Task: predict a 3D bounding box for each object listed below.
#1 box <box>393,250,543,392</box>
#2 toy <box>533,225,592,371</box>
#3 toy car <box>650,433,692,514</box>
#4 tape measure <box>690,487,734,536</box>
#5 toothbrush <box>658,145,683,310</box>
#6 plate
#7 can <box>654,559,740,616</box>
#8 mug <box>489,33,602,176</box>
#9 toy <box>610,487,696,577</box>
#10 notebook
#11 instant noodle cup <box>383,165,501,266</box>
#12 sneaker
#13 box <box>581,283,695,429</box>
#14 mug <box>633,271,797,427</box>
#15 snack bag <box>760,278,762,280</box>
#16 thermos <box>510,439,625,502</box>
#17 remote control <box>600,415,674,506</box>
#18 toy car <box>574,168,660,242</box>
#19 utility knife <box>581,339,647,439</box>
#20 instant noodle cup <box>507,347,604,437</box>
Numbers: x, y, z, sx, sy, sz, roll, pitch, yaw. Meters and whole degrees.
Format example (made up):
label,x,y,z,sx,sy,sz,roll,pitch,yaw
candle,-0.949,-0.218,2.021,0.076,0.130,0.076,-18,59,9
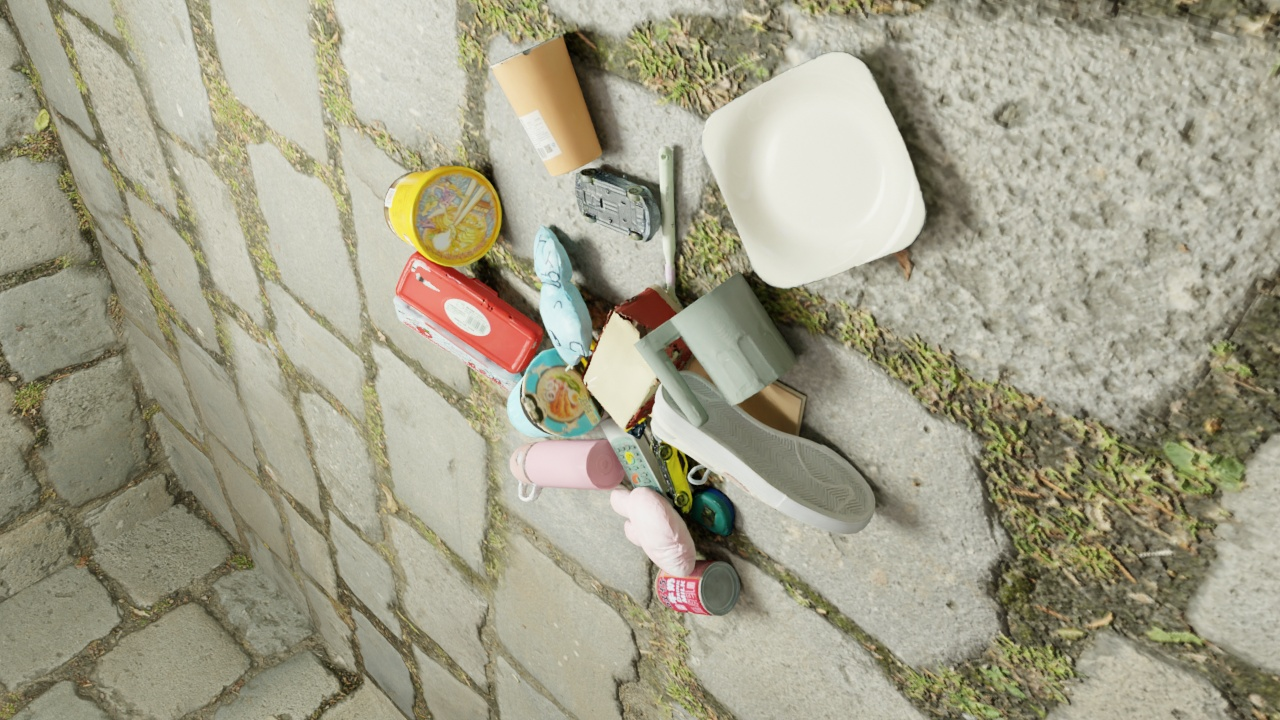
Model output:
label,x,y,z,sx,sy,sz,roll,pitch,yaw
box,-0.232,-0.042,1.201,0.201,0.064,0.160,33,137,2
toy,-0.092,-0.066,1.052,0.161,0.049,0.156,-133,32,-57
toy car,0.040,0.131,1.082,0.048,0.032,0.105,-161,53,-77
tape measure,0.084,0.178,1.083,0.058,0.025,0.055,28,136,33
toothbrush,0.028,-0.125,0.920,0.029,0.020,0.190,6,126,13
plate,0.141,-0.150,0.739,0.164,0.034,0.164,-17,100,41
can,0.069,0.282,1.145,0.094,0.066,0.066,-13,107,53
mug,-0.089,-0.251,0.916,0.078,0.078,0.123,0,121,49
toy,0.014,0.204,1.127,0.160,0.054,0.121,13,130,61
notebook,0.081,0.049,1.000,0.211,0.012,0.150,30,138,31
instant noodle cup,-0.250,-0.182,1.125,0.114,0.118,0.118,21,132,49
sneaker,0.113,0.108,0.919,0.242,0.089,0.091,32,140,12
box,-0.006,0.005,0.983,0.091,0.077,0.169,48,149,12
mug,0.073,-0.009,0.876,0.103,0.124,0.083,55,178,-1
snack bag,0.119,-0.119,0.813,0.048,0.026,0.104,6,122,35
thermos,-0.106,0.149,1.234,0.067,0.087,0.199,23,160,-36
remote control,-0.003,0.127,1.149,0.056,0.019,0.135,-17,104,53
toy car,-0.023,-0.161,0.934,0.121,0.036,0.054,31,136,41
utility knife,-0.040,0.029,1.108,0.033,0.015,0.153,-36,85,19
instant noodle cup,-0.116,0.050,1.158,0.111,0.111,0.121,59,152,-3
